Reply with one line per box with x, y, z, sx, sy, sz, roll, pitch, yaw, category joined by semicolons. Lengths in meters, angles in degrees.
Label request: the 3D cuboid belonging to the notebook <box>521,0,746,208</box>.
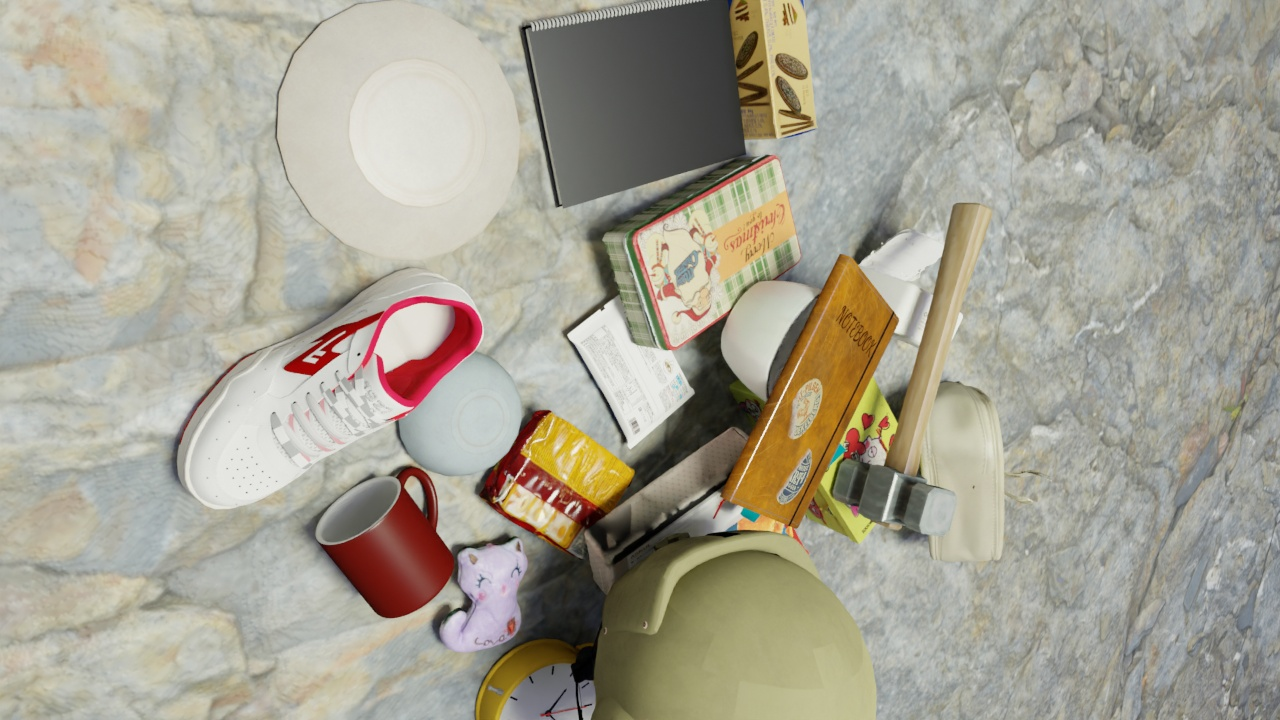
0.002;-0.231;0.797;0.206;0.016;0.149;-22;114;-30;notebook

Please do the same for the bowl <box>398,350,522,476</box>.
-0.138;0.046;0.743;0.106;0.039;0.106;-7;102;-37;bowl

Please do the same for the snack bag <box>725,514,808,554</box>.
0.111;0.188;0.960;0.130;0.039;0.144;-35;119;-24;snack bag

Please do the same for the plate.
-0.169;-0.168;0.682;0.188;0.027;0.189;-9;106;-34;plate

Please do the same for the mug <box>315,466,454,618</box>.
-0.190;0.134;0.720;0.082;0.073;0.105;63;36;-28;mug

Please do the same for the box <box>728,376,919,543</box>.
0.197;0.073;0.969;0.124;0.082;0.221;-43;123;-19;box

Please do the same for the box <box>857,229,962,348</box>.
0.291;-0.086;0.980;0.110;0.103;0.130;25;96;-38;box

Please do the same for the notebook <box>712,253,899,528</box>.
0.163;0.047;0.853;0.178;0.014;0.249;31;85;-55;notebook

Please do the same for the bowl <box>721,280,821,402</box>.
0.124;-0.022;0.842;0.116;0.066;0.116;-36;142;-34;bowl

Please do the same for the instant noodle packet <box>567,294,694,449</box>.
-0.005;0.005;0.841;0.086;0.026;0.134;-39;121;-22;instant noodle packet

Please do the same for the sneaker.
-0.211;0.024;0.650;0.236;0.104;0.090;-38;120;-22;sneaker

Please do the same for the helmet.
0.066;0.254;0.745;0.249;0.256;0.233;-4;108;-36;helmet

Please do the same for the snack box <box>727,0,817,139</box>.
0.113;-0.307;0.831;0.057;0.056;0.207;-23;113;-29;snack box

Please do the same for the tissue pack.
0.028;0.142;0.851;0.181;0.071;0.104;-35;145;-23;tissue pack

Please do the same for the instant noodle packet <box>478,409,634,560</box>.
-0.069;0.112;0.814;0.135;0.040;0.098;40;79;-34;instant noodle packet

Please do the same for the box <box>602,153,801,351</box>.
0.062;-0.102;0.833;0.205;0.050;0.118;-33;119;-36;box

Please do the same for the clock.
-0.079;0.318;0.850;0.151;0.052;0.113;2;100;-32;clock

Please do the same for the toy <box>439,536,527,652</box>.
-0.135;0.204;0.790;0.080;0.036;0.100;-6;106;-34;toy

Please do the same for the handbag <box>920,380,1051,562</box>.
0.394;0.133;1.067;0.183;0.132;0.229;-56;141;-64;handbag

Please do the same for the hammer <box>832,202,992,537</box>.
0.281;0.005;0.894;0.051;0.117;0.323;15;91;-35;hammer
